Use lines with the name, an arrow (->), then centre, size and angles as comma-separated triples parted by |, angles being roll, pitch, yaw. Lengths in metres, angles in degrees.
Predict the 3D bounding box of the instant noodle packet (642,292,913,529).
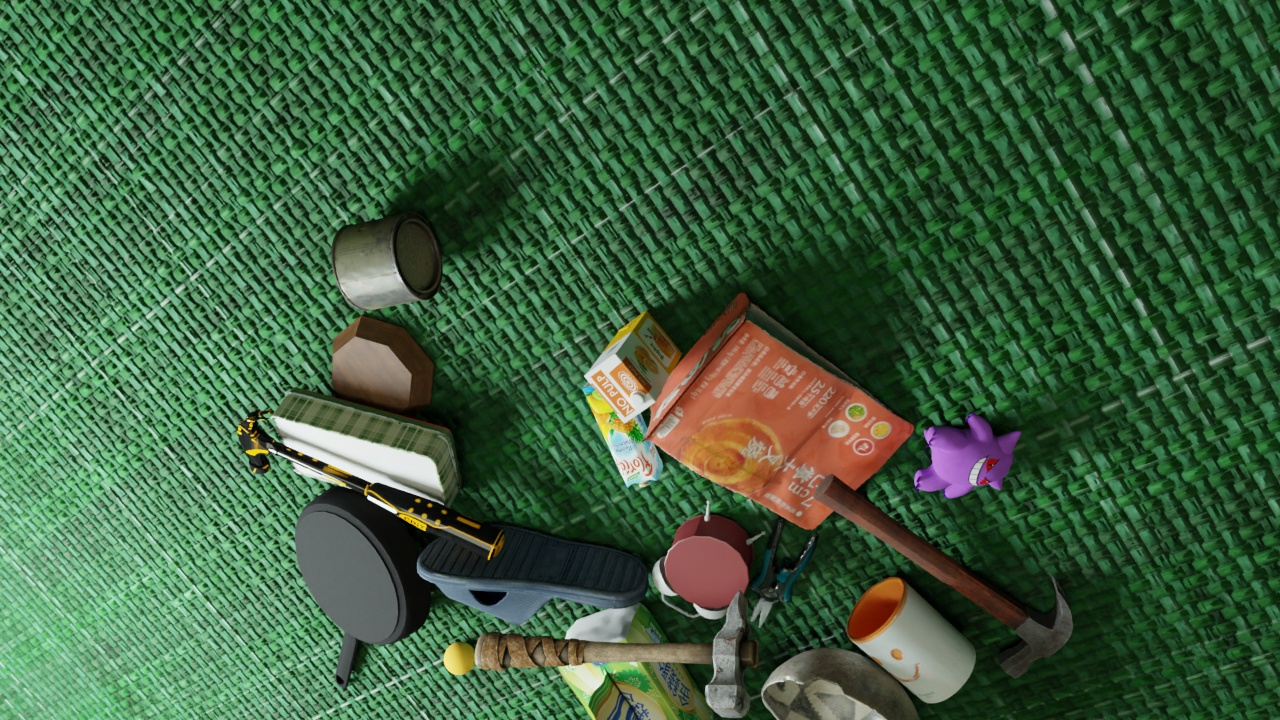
instant noodle packet -> 0.137, 0.065, 0.906 | 0.221, 0.083, 0.165 | 34, 114, -10

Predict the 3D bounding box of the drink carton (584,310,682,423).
drink carton -> -0.005, 0.005, 0.885 | 0.040, 0.122, 0.058 | -36, 100, 26

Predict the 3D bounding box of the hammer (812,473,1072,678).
hammer -> 0.303, 0.206, 0.925 | 0.300, 0.028, 0.111 | 34, 117, -6

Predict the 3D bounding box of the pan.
pan -> -0.363, 0.310, 1.148 | 0.204, 0.044, 0.357 | 34, 125, 18

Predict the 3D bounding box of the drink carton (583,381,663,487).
drink carton -> -0.016, 0.073, 0.965 | 0.044, 0.038, 0.129 | -16, 108, 22

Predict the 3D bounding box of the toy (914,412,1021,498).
toy -> 0.311, 0.090, 0.870 | 0.088, 0.055, 0.106 | 9, 125, 8

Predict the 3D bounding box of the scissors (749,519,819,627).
scissors -> 0.154, 0.234, 0.999 | 0.144, 0.019, 0.126 | -26, 104, 26

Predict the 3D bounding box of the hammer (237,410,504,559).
hammer -> -0.300, 0.142, 1.020 | 0.320, 0.036, 0.124 | 23, 139, 3

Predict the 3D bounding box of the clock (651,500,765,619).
clock -> 0.070, 0.226, 1.003 | 0.096, 0.048, 0.138 | 29, 118, 2

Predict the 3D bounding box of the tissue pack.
tissue pack -> -0.011, 0.399, 1.050 | 0.120, 0.141, 0.197 | -31, 102, 25

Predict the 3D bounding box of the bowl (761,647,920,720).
bowl -> 0.228, 0.366, 0.992 | 0.178, 0.081, 0.179 | 24, 144, 19

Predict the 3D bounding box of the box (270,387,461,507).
box -> -0.308, 0.103, 1.042 | 0.206, 0.050, 0.118 | 13, 139, 12

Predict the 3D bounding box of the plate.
plate -> -0.295, 0.017, 1.029 | 0.131, 0.025, 0.131 | 6, 115, 14

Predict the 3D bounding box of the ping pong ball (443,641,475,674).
ping pong ball -> -0.228, 0.377, 1.160 | 0.040, 0.040, 0.040 | 6, 114, 13

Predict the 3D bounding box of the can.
can -> -0.254, -0.100, 0.929 | 0.075, 0.089, 0.090 | -8, 110, 19

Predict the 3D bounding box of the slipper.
slipper -> -0.121, 0.254, 1.051 | 0.264, 0.101, 0.083 | 6, 122, 7

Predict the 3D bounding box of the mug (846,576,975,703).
mug -> 0.280, 0.289, 0.952 | 0.105, 0.082, 0.082 | 42, 117, -6

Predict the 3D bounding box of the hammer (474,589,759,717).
hammer -> -0.031, 0.310, 0.979 | 0.319, 0.121, 0.049 | -6, 146, 19
